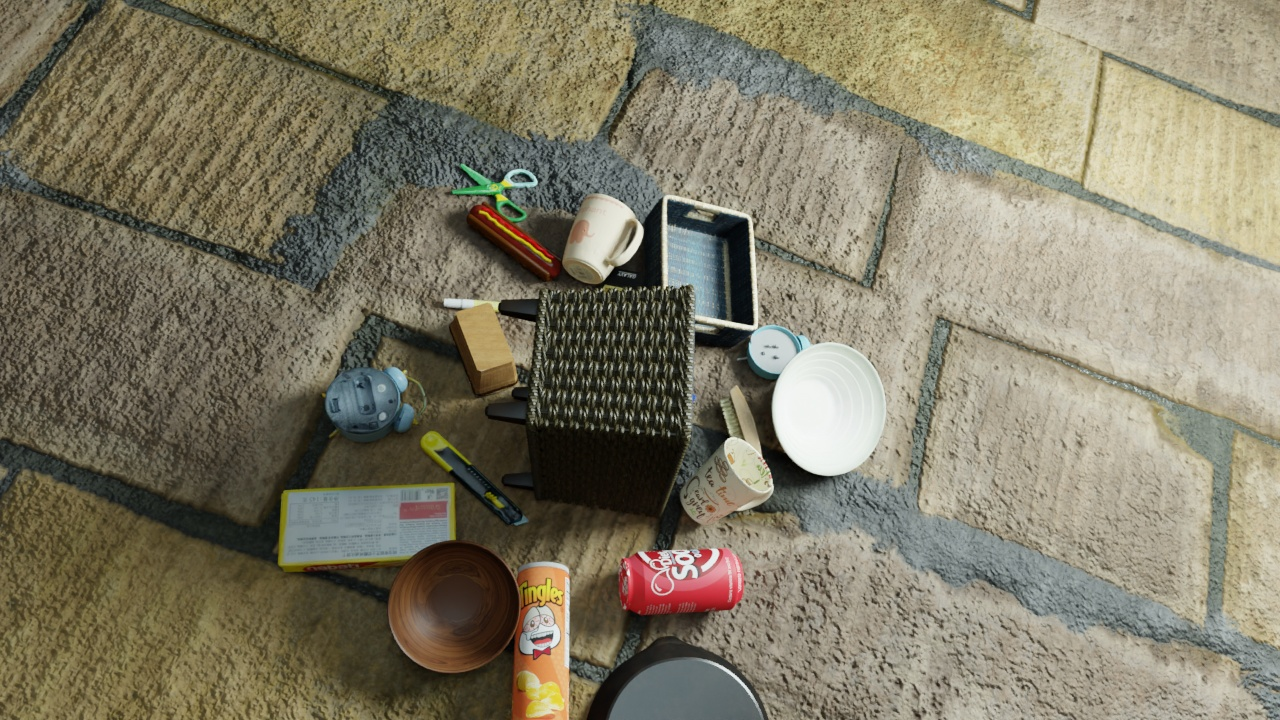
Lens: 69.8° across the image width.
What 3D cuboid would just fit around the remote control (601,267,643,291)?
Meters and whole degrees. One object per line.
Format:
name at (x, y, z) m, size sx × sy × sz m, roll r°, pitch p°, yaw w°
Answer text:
remote control at (-0.035, -0.069, 1.265) m, size 0.058 × 0.013 × 0.133 m, roll 11°, pitch 60°, yaw 12°

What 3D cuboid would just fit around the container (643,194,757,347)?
container at (0.081, -0.122, 1.277) m, size 0.145 × 0.071 × 0.187 m, roll 10°, pitch 65°, yaw -22°

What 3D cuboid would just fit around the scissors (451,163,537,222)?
scissors at (-0.206, -0.253, 1.323) m, size 0.128 × 0.012 × 0.119 m, roll 39°, pitch 65°, yaw 5°

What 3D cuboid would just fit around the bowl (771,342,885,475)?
bowl at (0.240, 0.064, 1.234) m, size 0.176 × 0.058 × 0.176 m, roll 0°, pitch 89°, yaw -22°

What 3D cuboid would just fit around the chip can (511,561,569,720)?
chip can at (-0.113, 0.340, 1.043) m, size 0.062 × 0.062 × 0.210 m, roll 4°, pitch 57°, yaw -10°

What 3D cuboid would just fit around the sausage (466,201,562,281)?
sausage at (-0.175, -0.166, 1.278) m, size 0.155 × 0.040 × 0.040 m, roll 37°, pitch 65°, yaw 6°

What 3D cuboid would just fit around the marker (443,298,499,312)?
marker at (-0.200, -0.073, 1.247) m, size 0.132 × 0.014 × 0.014 m, roll 4°, pitch 66°, yaw -9°

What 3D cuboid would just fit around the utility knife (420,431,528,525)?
utility knife at (-0.208, 0.150, 1.149) m, size 0.171 × 0.020 × 0.028 m, roll 40°, pitch 68°, yaw 6°

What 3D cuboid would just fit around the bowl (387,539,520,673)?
bowl at (-0.213, 0.278, 1.059) m, size 0.147 × 0.069 × 0.147 m, roll 1°, pitch 86°, yaw -8°

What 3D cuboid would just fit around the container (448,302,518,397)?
container at (-0.204, -0.019, 1.197) m, size 0.063 × 0.061 × 0.114 m, roll -18°, pitch 72°, yaw -18°

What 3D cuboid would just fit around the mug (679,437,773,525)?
mug at (0.118, 0.163, 1.167) m, size 0.121 × 0.097 × 0.081 m, roll 21°, pitch 38°, yaw -38°

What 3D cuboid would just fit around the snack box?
snack box at (-0.322, 0.199, 1.093) m, size 0.200 × 0.042 × 0.092 m, roll -1°, pitch 67°, yaw -12°

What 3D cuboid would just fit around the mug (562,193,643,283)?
mug at (-0.049, -0.163, 1.267) m, size 0.112 × 0.085 × 0.104 m, roll 7°, pitch 63°, yaw 37°

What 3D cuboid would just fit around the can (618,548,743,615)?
can at (0.049, 0.269, 1.116) m, size 0.142 × 0.075 × 0.074 m, roll 0°, pitch 67°, yaw -11°

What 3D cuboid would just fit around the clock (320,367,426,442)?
clock at (-0.332, 0.054, 1.147) m, size 0.124 × 0.052 × 0.088 m, roll -13°, pitch 69°, yaw -17°

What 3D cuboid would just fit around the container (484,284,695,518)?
container at (-0.059, 0.054, 1.062) m, size 0.205 × 0.322 × 0.176 m, roll 4°, pitch 66°, yaw -3°

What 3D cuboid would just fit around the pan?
pan at (-0.013, 0.446, 1.046) m, size 0.355 × 0.043 × 0.248 m, roll -2°, pitch 68°, yaw -12°

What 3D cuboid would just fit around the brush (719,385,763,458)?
brush at (0.136, 0.095, 1.223) m, size 0.039 × 0.049 × 0.117 m, roll -16°, pitch 71°, yaw 7°

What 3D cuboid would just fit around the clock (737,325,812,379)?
clock at (0.203, -0.003, 1.280) m, size 0.123 × 0.042 × 0.087 m, roll 23°, pitch 65°, yaw 1°

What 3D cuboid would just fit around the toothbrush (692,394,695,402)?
toothbrush at (-0.007, 0.007, 1.251) m, size 0.187 × 0.011 × 0.016 m, roll 30°, pitch 65°, yaw 3°
